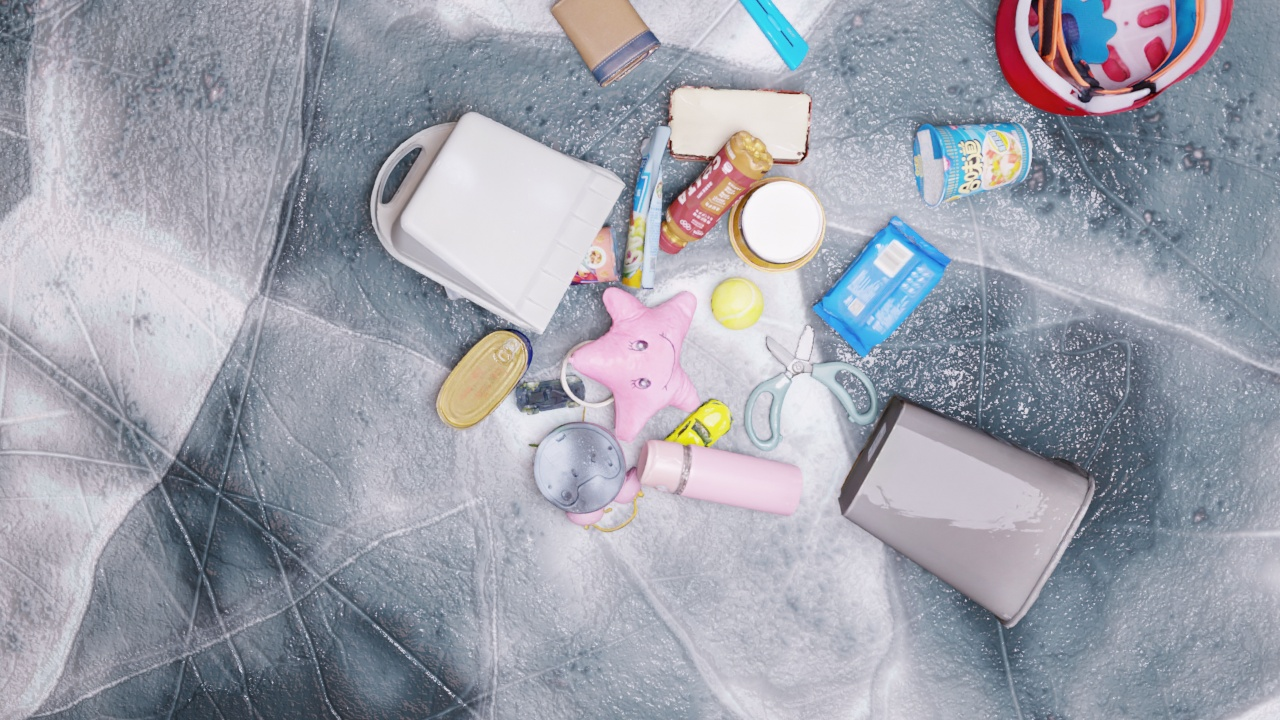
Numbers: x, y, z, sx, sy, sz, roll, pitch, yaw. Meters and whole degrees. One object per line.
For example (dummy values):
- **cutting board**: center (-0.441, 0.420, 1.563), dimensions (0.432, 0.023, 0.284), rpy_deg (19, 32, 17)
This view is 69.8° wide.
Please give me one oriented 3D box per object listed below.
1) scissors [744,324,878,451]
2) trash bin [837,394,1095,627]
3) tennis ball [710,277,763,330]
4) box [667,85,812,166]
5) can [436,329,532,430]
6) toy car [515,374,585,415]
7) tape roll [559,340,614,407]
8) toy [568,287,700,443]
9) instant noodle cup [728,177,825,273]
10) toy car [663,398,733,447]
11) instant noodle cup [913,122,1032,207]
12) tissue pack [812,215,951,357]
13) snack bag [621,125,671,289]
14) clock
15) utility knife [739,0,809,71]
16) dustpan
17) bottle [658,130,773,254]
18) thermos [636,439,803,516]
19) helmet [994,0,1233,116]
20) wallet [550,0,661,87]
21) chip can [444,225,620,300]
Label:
- **scissors**: center (0.220, 0.047, 1.160), dimensions (0.179, 0.019, 0.170), rpy_deg (18, 97, 4)
- **trash bin**: center (0.369, 0.158, 1.080), dimensions (0.220, 0.199, 0.199), rpy_deg (29, 97, 8)
- **tennis ball**: center (0.119, -0.070, 1.130), dimensions (0.065, 0.065, 0.065), rpy_deg (1, 97, 5)
- **box**: center (0.118, -0.283, 1.099), dimensions (0.168, 0.077, 0.091), rpy_deg (3, 98, 4)
- **can**: center (-0.198, 0.024, 1.178), dimensions (0.074, 0.049, 0.148), rpy_deg (40, 98, -1)
- **toy car**: center (-0.116, 0.044, 1.181), dimensions (0.090, 0.034, 0.043), rpy_deg (-10, 92, -8)
- **tape roll**: center (-0.059, 0.016, 1.168), dimensions (0.085, 0.014, 0.086), rpy_deg (-1, 93, -15)
- **toy**: center (-0.007, 0.007, 1.135), dimensions (0.178, 0.075, 0.194), rpy_deg (-2, 97, -23)
- **instant noodle cup**: center (0.164, -0.162, 1.091), dimensions (0.118, 0.114, 0.118), rpy_deg (1, 97, 6)
- **toy car**: center (0.072, 0.095, 1.172), dimensions (0.105, 0.032, 0.048), rpy_deg (-43, 91, 7)
- **instant noodle cup**: center (0.391, -0.236, 1.077), dimensions (0.110, 0.099, 0.099), rpy_deg (-9, 96, -2)
- **tissue pack**: center (0.293, -0.089, 1.120), dimensions (0.095, 0.052, 0.157), rpy_deg (40, 98, 1)
- **snack bag**: center (0.008, -0.183, 1.105), dimensions (0.039, 0.110, 0.191), rpy_deg (7, 98, -2)
- **clock**: center (-0.064, 0.149, 1.177), dimensions (0.117, 0.059, 0.158), rpy_deg (-33, 91, 7)
- **utility knife**: center (0.142, -0.430, 1.109), dimensions (0.034, 0.018, 0.179), rpy_deg (-38, 91, 9)
- **dustpan**: center (-0.195, -0.184, 1.127), dimensions (0.257, 0.143, 0.222), rpy_deg (31, 78, -16)
- **bottle**: center (0.081, -0.193, 1.090), dimensions (0.057, 0.057, 0.175), rpy_deg (45, 130, -1)
- **thermos**: center (0.094, 0.148, 1.145), dimensions (0.198, 0.087, 0.067), rpy_deg (11, 66, -10)
- **helmet**: center (0.505, -0.375, 1.024), dimensions (0.240, 0.144, 0.207), rpy_deg (-12, 96, -8)
- **wallet**: center (-0.043, -0.405, 1.122), dimensions (0.090, 0.033, 0.115), rpy_deg (-36, 92, 5)
- **chip can**: center (-0.135, -0.122, 1.144), dimensions (0.215, 0.071, 0.071), rpy_deg (-6, 96, 5)
